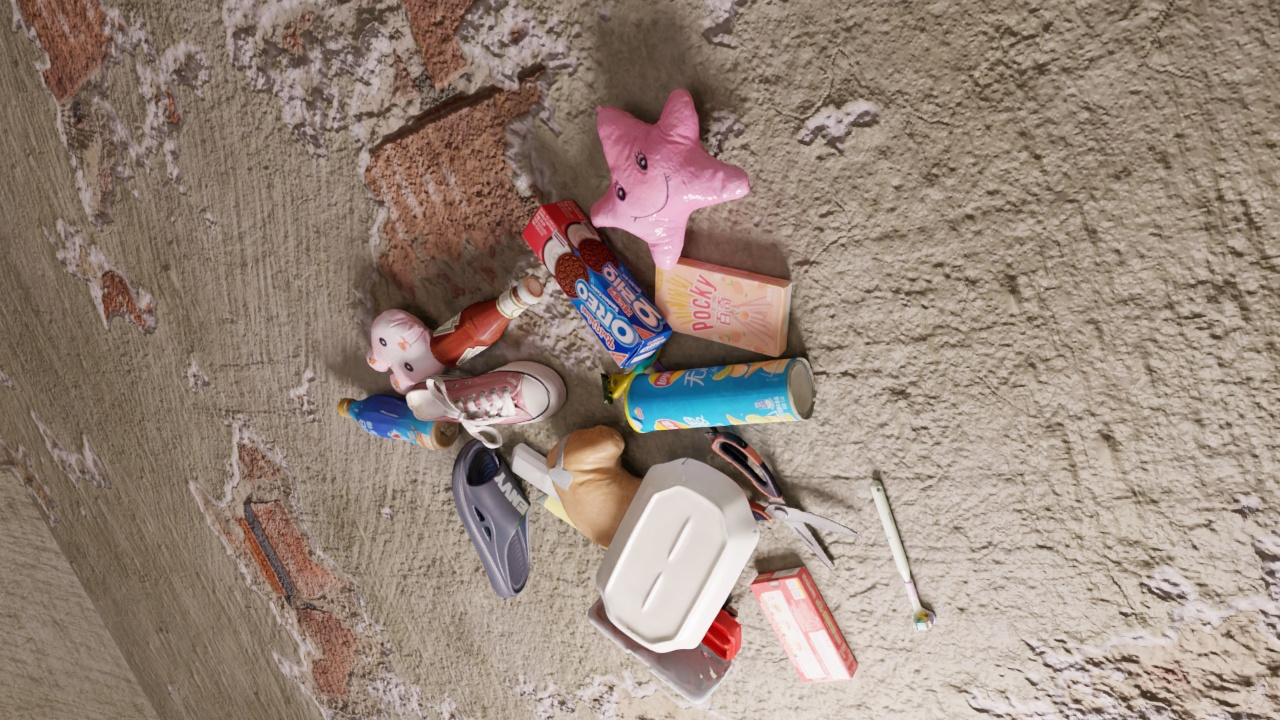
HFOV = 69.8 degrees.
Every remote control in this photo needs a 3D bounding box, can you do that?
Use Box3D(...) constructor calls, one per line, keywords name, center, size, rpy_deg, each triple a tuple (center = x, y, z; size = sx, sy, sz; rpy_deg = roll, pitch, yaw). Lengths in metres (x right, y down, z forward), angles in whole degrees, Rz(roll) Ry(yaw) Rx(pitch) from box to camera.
Box3D(name="remote control", center=(-0.130, 0.165, 1.288), size=(0.125, 0.024, 0.049), rpy_deg=(29, 127, 18))

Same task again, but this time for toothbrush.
Box3D(name="toothbrush", center=(0.293, 0.219, 1.032), size=(0.020, 0.029, 0.189), rpy_deg=(-154, 42, -74))
Box3D(name="toothbrush", center=(0.066, 0.054, 1.106), size=(0.189, 0.016, 0.014), rpy_deg=(48, 127, 8))

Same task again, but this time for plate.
Box3D(name="plate", center=(0.035, 0.247, 1.124), size=(0.162, 0.034, 0.266), rpy_deg=(32, 112, 15))

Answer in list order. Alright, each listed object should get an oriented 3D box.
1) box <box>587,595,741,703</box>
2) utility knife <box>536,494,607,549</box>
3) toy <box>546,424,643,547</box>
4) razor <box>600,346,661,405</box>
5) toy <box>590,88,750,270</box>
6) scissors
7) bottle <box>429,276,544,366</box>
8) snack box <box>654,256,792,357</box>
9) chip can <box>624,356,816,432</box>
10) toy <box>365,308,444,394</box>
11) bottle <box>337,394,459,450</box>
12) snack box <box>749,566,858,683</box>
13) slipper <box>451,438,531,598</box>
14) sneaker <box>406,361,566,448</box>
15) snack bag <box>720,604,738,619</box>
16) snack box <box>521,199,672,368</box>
Box3D(name="box", center=(0.027, 0.340, 1.195), size=(0.201, 0.100, 0.095), rpy_deg=(30, 145, 29))
Box3D(name="utility knife", center=(-0.073, 0.240, 1.292), size=(0.179, 0.019, 0.031), rpy_deg=(36, 133, 15))
Box3D(name="toy", center=(-0.033, 0.190, 1.198), size=(0.144, 0.082, 0.226), rpy_deg=(-31, 96, 41))
Box3D(name="razor", center=(-0.007, 0.006, 1.110), size=(0.133, 0.028, 0.043), rpy_deg=(-44, 42, 45))
Box3D(name="toy", center=(0.007, -0.194, 0.971), size=(0.178, 0.074, 0.195), rpy_deg=(51, 132, 1))
Box3D(name="scissors", center=(0.152, 0.167, 1.089), size=(0.225, 0.015, 0.189), rpy_deg=(5, 125, 35))
Box3D(name="bottle", center=(-0.200, -0.053, 1.200), size=(0.207, 0.059, 0.060), rpy_deg=(-28, 96, 40))
Box3D(name="snack box", center=(0.089, -0.062, 1.017), size=(0.157, 0.026, 0.085), rpy_deg=(15, 121, 27))
Box3D(name="chip can", center=(0.087, 0.040, 1.035), size=(0.211, 0.071, 0.071), rpy_deg=(-7, 110, 33))
Box3D(name="toy", center=(-0.343, -0.007, 1.326), size=(0.121, 0.054, 0.160), rpy_deg=(44, 137, -2))
Box3D(name="bottle", center=(-0.372, 0.086, 1.384), size=(0.219, 0.065, 0.065), rpy_deg=(10, 119, 31))
Box3D(name="snack box", center=(0.204, 0.332, 1.146), size=(0.075, 0.025, 0.153), rpy_deg=(-23, 99, 41))
Box3D(name="slipper", center=(-0.190, 0.226, 1.320), size=(0.083, 0.110, 0.268), rpy_deg=(-3, 118, 19))
Box3D(name="sneaker", center=(-0.218, 0.058, 1.234), size=(0.241, 0.087, 0.118), rpy_deg=(-3, 114, 22))
Box3D(name="snack bag", center=(0.102, 0.361, 1.231), size=(0.045, 0.026, 0.105), rpy_deg=(30, 125, 27))
Box3D(name="snack box", center=(-0.050, -0.090, 1.057), size=(0.207, 0.058, 0.057), rpy_deg=(53, 131, 13))
